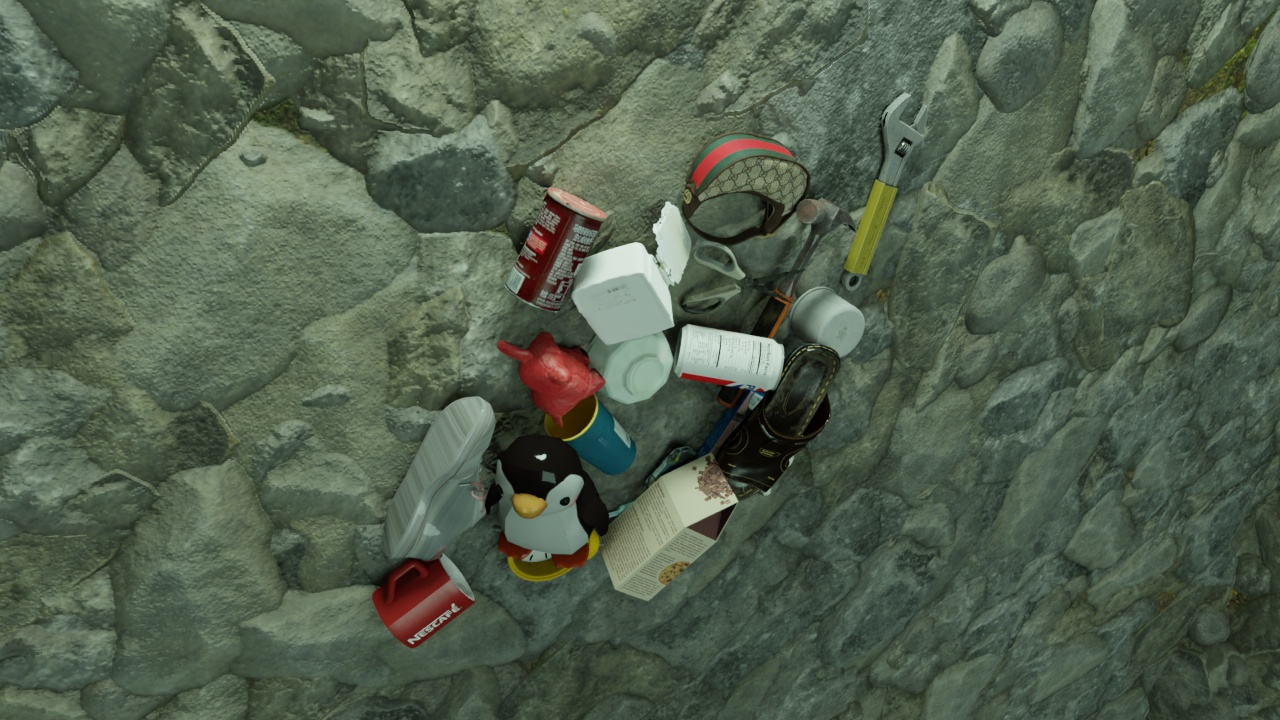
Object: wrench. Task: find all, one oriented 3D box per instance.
[{"bbox_3d":[0.324,-0.221,1.241,0.083,0.018,0.274,1,117,-31],"label":"wrench"}]

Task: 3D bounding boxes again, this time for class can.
[{"bbox_3d":[0.113,-0.002,1.185,0.132,0.070,0.070,10,116,-4],"label":"can"}]

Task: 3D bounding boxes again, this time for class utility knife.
[{"bbox_3d":[-0.002,0.207,1.316,0.141,0.015,0.022,-14,131,-19],"label":"utility knife"}]

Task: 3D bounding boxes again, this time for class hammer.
[{"bbox_3d":[0.188,-0.070,1.233,0.137,0.035,0.315,-8,130,-52],"label":"hammer"}]

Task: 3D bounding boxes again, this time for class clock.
[{"bbox_3d":[-0.116,0.238,1.244,0.151,0.052,0.114,-16,125,-16],"label":"clock"}]

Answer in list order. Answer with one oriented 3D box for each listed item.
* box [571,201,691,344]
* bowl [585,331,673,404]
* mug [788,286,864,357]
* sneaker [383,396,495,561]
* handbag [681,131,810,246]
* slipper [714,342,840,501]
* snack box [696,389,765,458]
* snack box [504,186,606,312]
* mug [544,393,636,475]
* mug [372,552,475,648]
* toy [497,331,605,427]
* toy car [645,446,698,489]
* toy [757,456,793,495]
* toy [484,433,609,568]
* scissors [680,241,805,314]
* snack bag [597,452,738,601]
[{"bbox_3d":[0.003,-0.115,1.089,0.152,0.131,0.107,-17,141,16],"label":"box"},{"bbox_3d":[-0.007,0.007,1.158,0.117,0.061,0.118,-15,124,-24],"label":"bowl"},{"bbox_3d":[0.270,-0.048,1.283,0.113,0.070,0.084,21,106,-36],"label":"mug"},{"bbox_3d":[-0.219,0.147,1.098,0.089,0.099,0.236,20,114,-36],"label":"sneaker"},{"bbox_3d":[0.128,-0.202,1.120,0.166,0.063,0.139,2,134,-37],"label":"handbag"},{"bbox_3d":[0.188,0.096,1.253,0.113,0.075,0.268,24,111,-22],"label":"slipper"},{"bbox_3d":[0.145,0.117,1.321,0.088,0.033,0.154,28,102,-22],"label":"snack box"},{"bbox_3d":[-0.095,-0.122,1.020,0.072,0.072,0.121,15,110,-36],"label":"snack box"},{"bbox_3d":[-0.058,0.096,1.177,0.078,0.078,0.121,-44,135,-1],"label":"mug"},{"bbox_3d":[-0.281,0.292,1.155,0.096,0.080,0.116,-37,137,-7],"label":"mug"},{"bbox_3d":[-0.119,0.023,1.093,0.133,0.088,0.094,27,113,-38],"label":"toy"},{"bbox_3d":[0.043,0.154,1.298,0.038,0.027,0.090,27,112,-36],"label":"toy car"},{"bbox_3d":[0.199,0.143,1.380,0.122,0.038,0.079,-45,118,1],"label":"toy"},{"bbox_3d":[-0.115,0.148,1.117,0.159,0.139,0.184,9,146,8],"label":"toy"},{"bbox_3d":[0.117,-0.096,1.146,0.170,0.012,0.158,32,134,-34],"label":"scissors"},{"bbox_3d":[0.043,0.227,1.273,0.207,0.094,0.070,-45,132,17],"label":"snack bag"}]
